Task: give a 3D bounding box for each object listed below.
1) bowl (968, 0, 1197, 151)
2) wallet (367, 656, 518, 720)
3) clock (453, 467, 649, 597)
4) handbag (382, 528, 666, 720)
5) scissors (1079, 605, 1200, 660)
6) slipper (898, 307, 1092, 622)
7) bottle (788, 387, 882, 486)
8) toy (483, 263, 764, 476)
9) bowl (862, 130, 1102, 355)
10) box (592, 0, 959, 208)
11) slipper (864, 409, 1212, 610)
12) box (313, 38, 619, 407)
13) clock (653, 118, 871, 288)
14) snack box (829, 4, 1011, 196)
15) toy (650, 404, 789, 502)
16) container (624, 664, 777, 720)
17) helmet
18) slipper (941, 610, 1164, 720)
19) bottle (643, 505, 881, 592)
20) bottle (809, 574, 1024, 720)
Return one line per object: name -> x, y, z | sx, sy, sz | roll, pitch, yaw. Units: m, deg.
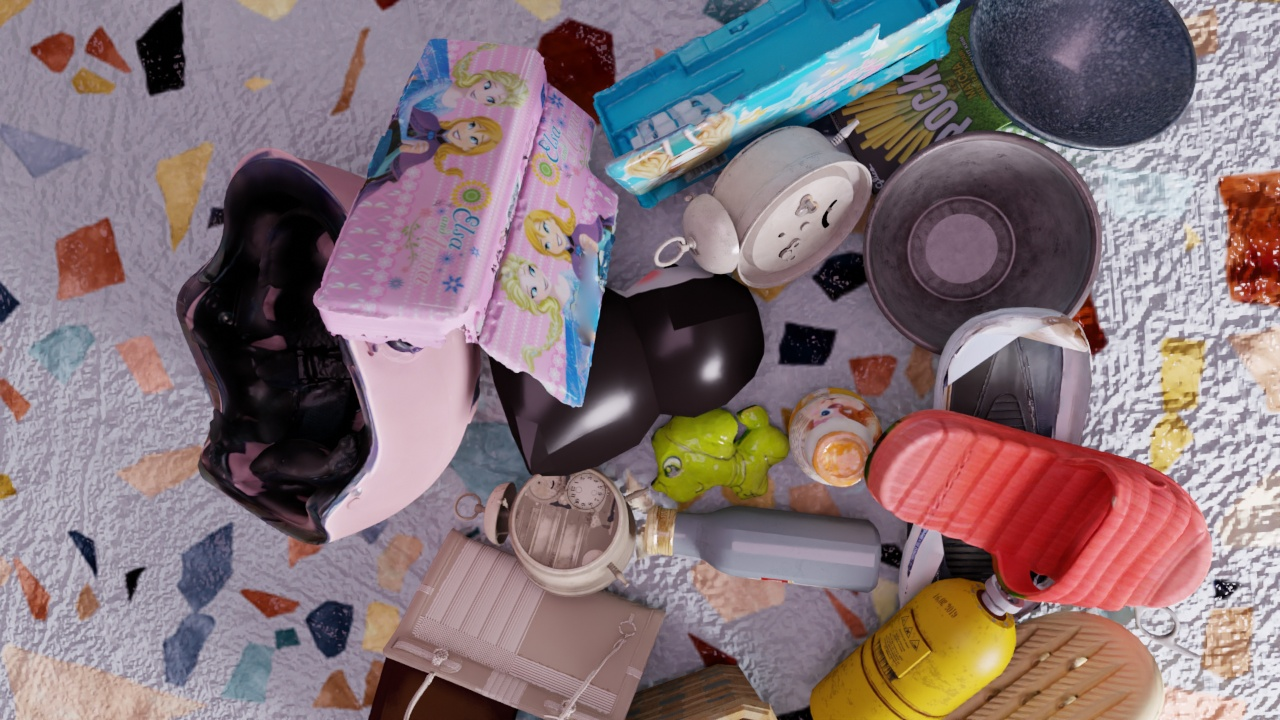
bowl -> 0.259, -0.176, 0.565 | 0.137, 0.057, 0.137 | 1, 72, -3
wallet -> -0.161, 0.287, 0.737 | 0.115, 0.018, 0.091 | 19, 99, 8
clock -> -0.069, 0.116, 0.665 | 0.141, 0.055, 0.092 | 9, 65, 8
handbag -> -0.092, 0.219, 0.624 | 0.176, 0.197, 0.062 | 20, 116, 6
scissors -> 0.332, 0.141, 0.645 | 0.118, 0.014, 0.161 | 0, 98, 18
slipper -> 0.234, 0.080, 0.621 | 0.111, 0.063, 0.264 | -2, 120, 4
bottle -> 0.132, 0.054, 0.619 | 0.063, 0.109, 0.063 | 1, 97, 9
toy -> -0.003, 0.004, 0.621 | 0.184, 0.140, 0.159 | -16, 131, -1
bowl -> 0.220, -0.075, 0.613 | 0.145, 0.067, 0.145 | 1, 96, 8
box -> 0.085, -0.174, 0.589 | 0.227, 0.170, 0.085 | -26, 121, 11
slipper -> 0.256, 0.102, 0.561 | 0.248, 0.059, 0.104 | 22, 114, -14
box -> -0.082, -0.095, 0.545 | 0.160, 0.229, 0.063 | 19, 143, -15
clock -> 0.074, -0.097, 0.593 | 0.156, 0.104, 0.061 | -24, 59, -20
snack box -> 0.208, -0.184, 0.624 | 0.148, 0.025, 0.080 | -28, 92, 10
toy -> 0.055, 0.068, 0.671 | 0.093, 0.036, 0.094 | 32, 94, 1
container -> -0.005, 0.330, 0.621 | 0.250, 0.186, 0.157 | -22, 98, 7
helmet -> -0.199, -0.012, 0.624 | 0.231, 0.152, 0.255 | -5, 94, 45
slipper -> 0.249, 0.276, 0.640 | 0.079, 0.111, 0.262 | 35, 111, -27
bottle -> 0.084, 0.130, 0.653 | 0.161, 0.072, 0.046 | 5, 91, 8
bottle -> 0.191, 0.204, 0.620 | 0.071, 0.070, 0.164 | 37, 120, 3
